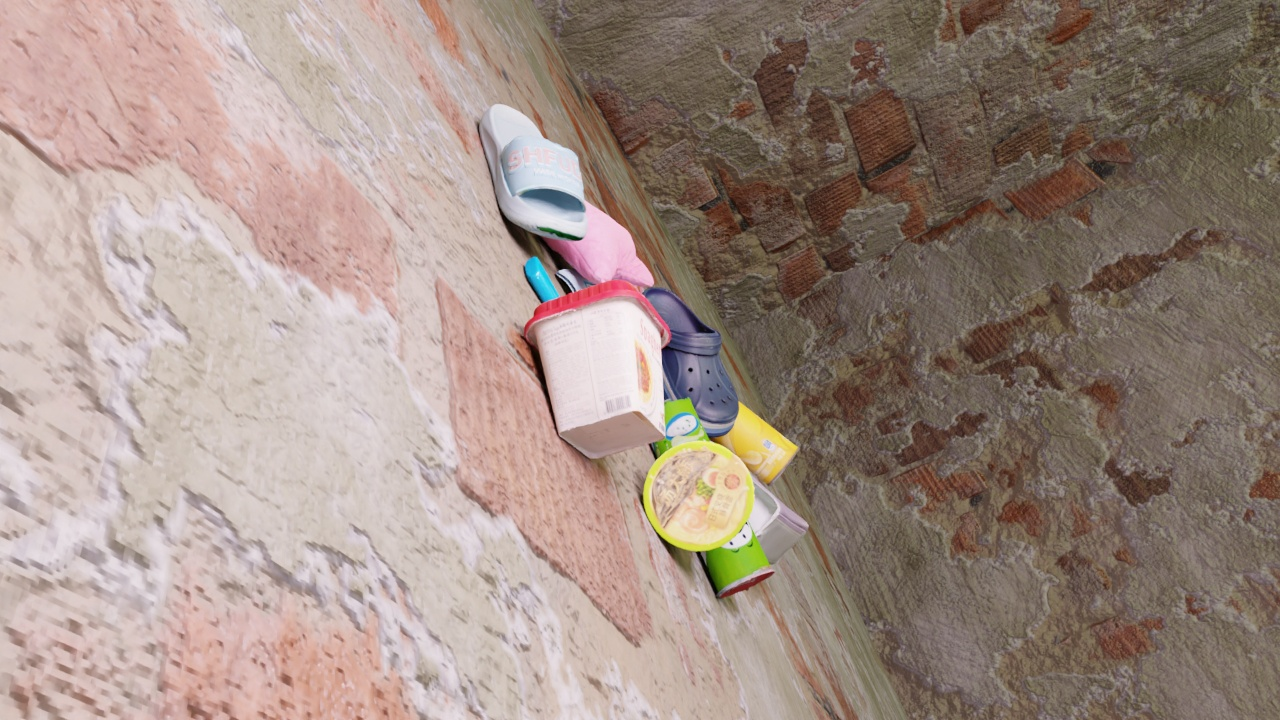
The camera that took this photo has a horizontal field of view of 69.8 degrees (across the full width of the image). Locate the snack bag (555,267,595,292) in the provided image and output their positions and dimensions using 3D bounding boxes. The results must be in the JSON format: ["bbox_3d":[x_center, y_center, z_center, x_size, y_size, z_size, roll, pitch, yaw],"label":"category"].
[{"bbox_3d":[-0.050,-0.068,1.171,0.190,0.039,0.110,-22,90,-78],"label":"snack bag"}]

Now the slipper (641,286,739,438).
[{"bbox_3d":[0.071,-0.011,1.229,0.105,0.095,0.252,-1,48,-31],"label":"slipper"}]

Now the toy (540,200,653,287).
[{"bbox_3d":[-0.069,-0.148,1.120,0.194,0.075,0.178,27,24,-31],"label":"toy"}]

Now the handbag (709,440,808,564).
[{"bbox_3d":[0.129,0.191,1.207,0.145,0.098,0.197,49,3,26],"label":"handbag"}]

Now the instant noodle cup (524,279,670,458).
[{"bbox_3d":[-0.032,0.012,0.817,0.116,0.117,0.124,48,29,-57],"label":"instant noodle cup"}]

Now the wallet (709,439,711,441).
[{"bbox_3d":[0.107,0.137,1.378,0.087,0.024,0.115,-85,171,-61],"label":"wallet"}]

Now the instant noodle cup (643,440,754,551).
[{"bbox_3d":[0.059,0.134,0.981,0.111,0.112,0.123,62,2,-2],"label":"instant noodle cup"}]

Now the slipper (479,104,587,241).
[{"bbox_3d":[-0.115,-0.222,1.036,0.104,0.074,0.245,13,38,-39],"label":"slipper"}]

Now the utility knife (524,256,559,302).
[{"bbox_3d":[-0.062,-0.011,0.989,0.225,0.018,0.034,60,8,-23],"label":"utility knife"}]

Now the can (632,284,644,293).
[{"bbox_3d":[0.004,-0.049,1.347,0.147,0.058,0.057,60,9,-18],"label":"can"}]

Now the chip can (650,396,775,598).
[{"bbox_3d":[0.075,0.158,1.087,0.236,0.072,0.072,65,9,22],"label":"chip can"}]

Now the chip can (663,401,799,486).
[{"bbox_3d":[0.117,0.085,1.288,0.213,0.072,0.072,39,6,7],"label":"chip can"}]
